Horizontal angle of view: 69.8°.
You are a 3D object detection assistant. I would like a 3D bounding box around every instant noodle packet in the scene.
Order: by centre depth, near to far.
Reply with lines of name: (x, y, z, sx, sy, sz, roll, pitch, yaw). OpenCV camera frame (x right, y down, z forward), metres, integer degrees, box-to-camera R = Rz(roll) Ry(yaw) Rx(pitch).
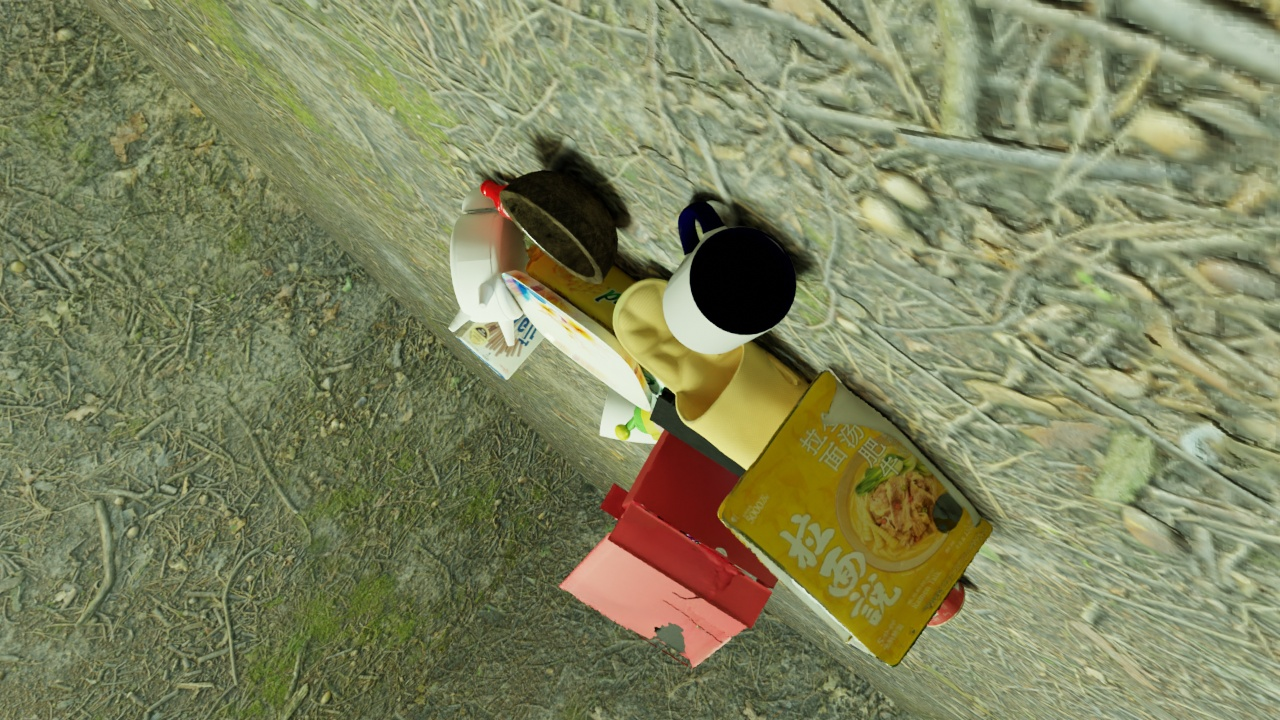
instant noodle packet: (0.184, 0.138, 0.808, 0.221, 0.163, 0.084, 44, 168, -21)

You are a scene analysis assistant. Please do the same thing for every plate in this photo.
plate: (-0.063, -0.023, 0.995, 0.187, 0.016, 0.187, 35, 168, 21)

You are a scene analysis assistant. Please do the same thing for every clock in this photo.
clock: (-0.177, -0.109, 1.047, 0.073, 0.160, 0.125, -4, 157, 9)

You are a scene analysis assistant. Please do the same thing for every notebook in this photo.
notebook: (0.115, 0.108, 0.987, 0.231, 0.019, 0.169, 32, 168, 4)

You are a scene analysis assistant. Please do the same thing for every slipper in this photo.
slipper: (0.077, 0.021, 0.846, 0.263, 0.099, 0.078, 42, -170, 12)

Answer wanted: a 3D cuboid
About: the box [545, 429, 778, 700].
box: (0.050, 0.249, 1.130, 0.211, 0.315, 0.124, 33, 179, -9)

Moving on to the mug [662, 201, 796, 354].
mug: (0.058, -0.065, 0.690, 0.097, 0.078, 0.112, 142, 106, -78)

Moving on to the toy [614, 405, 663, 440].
toy: (0.024, 0.076, 1.233, 0.131, 0.096, 0.124, 21, 155, 51)

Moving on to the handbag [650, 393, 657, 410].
handbag: (-0.007, 0.007, 1.150, 0.122, 0.067, 0.106, 29, 163, 44)

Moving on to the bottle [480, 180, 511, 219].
bottle: (-0.126, -0.162, 0.962, 0.119, 0.036, 0.036, 32, 166, 34)

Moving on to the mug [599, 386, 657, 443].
mug: (-0.005, 0.071, 1.360, 0.087, 0.114, 0.081, 12, 125, 3)

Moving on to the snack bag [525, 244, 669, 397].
snack bag: (-0.018, -0.040, 1.007, 0.247, 0.068, 0.160, 36, 169, 19)

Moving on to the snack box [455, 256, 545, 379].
snack box: (-0.149, -0.058, 1.142, 0.082, 0.150, 0.026, 46, 168, -25)

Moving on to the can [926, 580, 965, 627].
can: (0.298, 0.233, 1.047, 0.170, 0.067, 0.067, 43, 168, -18)

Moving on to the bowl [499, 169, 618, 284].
bowl: (-0.064, -0.131, 0.836, 0.121, 0.056, 0.121, 38, 168, 9)
